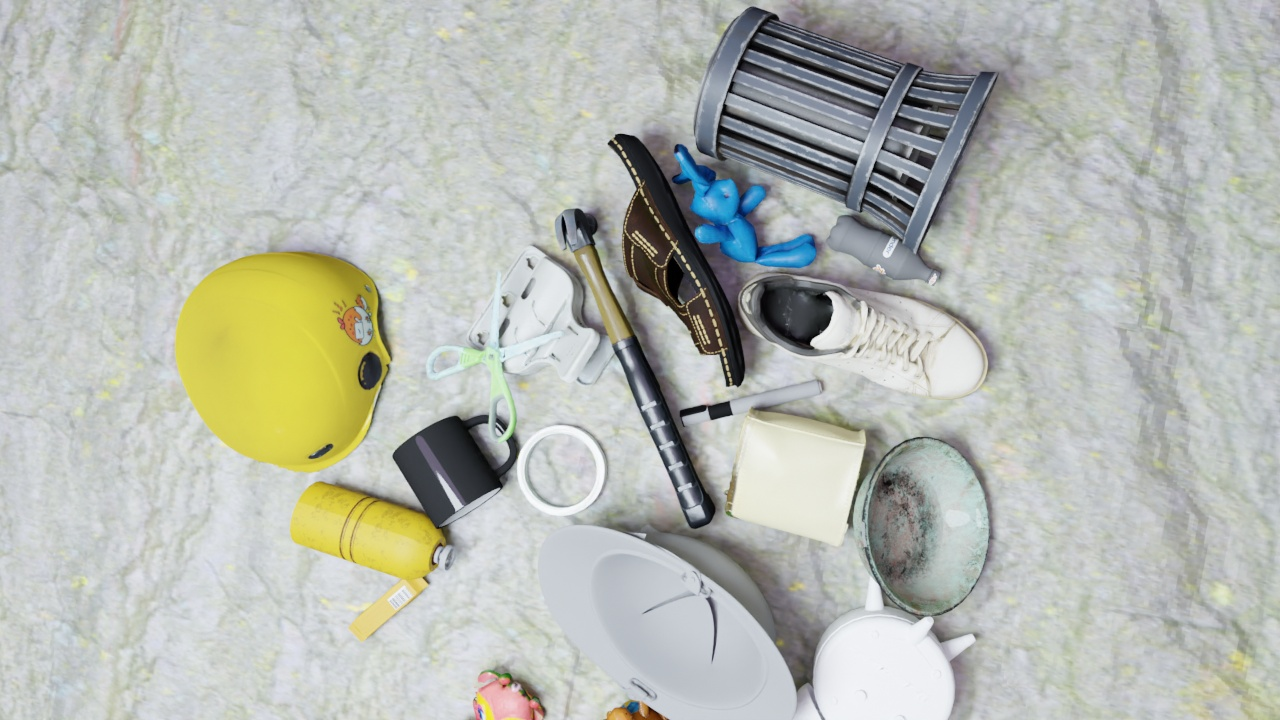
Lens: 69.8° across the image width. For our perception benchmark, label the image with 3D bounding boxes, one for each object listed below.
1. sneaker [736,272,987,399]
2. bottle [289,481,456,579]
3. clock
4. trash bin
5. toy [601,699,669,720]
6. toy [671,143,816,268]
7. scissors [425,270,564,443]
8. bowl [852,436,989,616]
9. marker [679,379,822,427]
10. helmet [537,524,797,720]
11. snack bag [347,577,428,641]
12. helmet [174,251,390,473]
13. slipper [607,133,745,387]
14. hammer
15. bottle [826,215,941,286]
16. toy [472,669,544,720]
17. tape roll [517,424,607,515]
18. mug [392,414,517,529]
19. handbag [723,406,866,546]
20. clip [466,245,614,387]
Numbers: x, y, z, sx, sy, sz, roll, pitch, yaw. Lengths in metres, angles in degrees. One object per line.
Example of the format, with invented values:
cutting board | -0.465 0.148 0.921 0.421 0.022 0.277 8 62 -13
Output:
sneaker | 0.204 -0.030 0.845 0.241 0.102 0.089 18 91 10
bottle | -0.269 0.180 0.946 0.164 0.071 0.071 15 91 13
clock | 0.222 0.297 0.846 0.125 0.073 0.161 31 94 10
trash bin | 0.177 -0.217 0.831 0.227 0.164 0.164 25 93 14
toy | 0.002 0.376 0.877 0.071 0.090 0.103 -25 79 11
toy | 0.088 -0.142 0.881 0.176 0.112 0.071 37 110 -14
scissors | -0.149 -0.004 0.910 0.174 0.022 0.171 3 92 32
bowl | 0.248 0.149 0.832 0.157 0.039 0.157 4 81 -29
marker | 0.108 0.042 0.905 0.141 0.016 0.016 -14 85 10
helmet | 0.042 0.228 0.868 0.271 0.117 0.184 32 125 16
snack bag | -0.266 0.259 0.969 0.099 0.020 0.026 -41 89 7
helmet | -0.380 0.001 0.938 0.209 0.139 0.240 -6 87 11
slipper | 0.025 -0.090 0.879 0.076 0.113 0.268 -27 88 9
hammer | -0.005 0.005 0.890 0.025 0.117 0.333 -24 89 11
bottle | 0.233 -0.102 0.875 0.110 0.036 0.036 28 93 10
toy | -0.142 0.360 0.929 0.084 0.046 0.103 36 106 -12
tape roll | -0.081 0.112 0.941 0.093 0.013 0.093 0 89 11
mug | -0.181 0.104 0.935 0.113 0.078 0.088 -31 82 -19
handbag | 0.144 0.107 0.868 0.119 0.081 0.111 12 98 9
clip | -0.098 -0.034 0.930 0.143 0.072 0.125 36 98 20
